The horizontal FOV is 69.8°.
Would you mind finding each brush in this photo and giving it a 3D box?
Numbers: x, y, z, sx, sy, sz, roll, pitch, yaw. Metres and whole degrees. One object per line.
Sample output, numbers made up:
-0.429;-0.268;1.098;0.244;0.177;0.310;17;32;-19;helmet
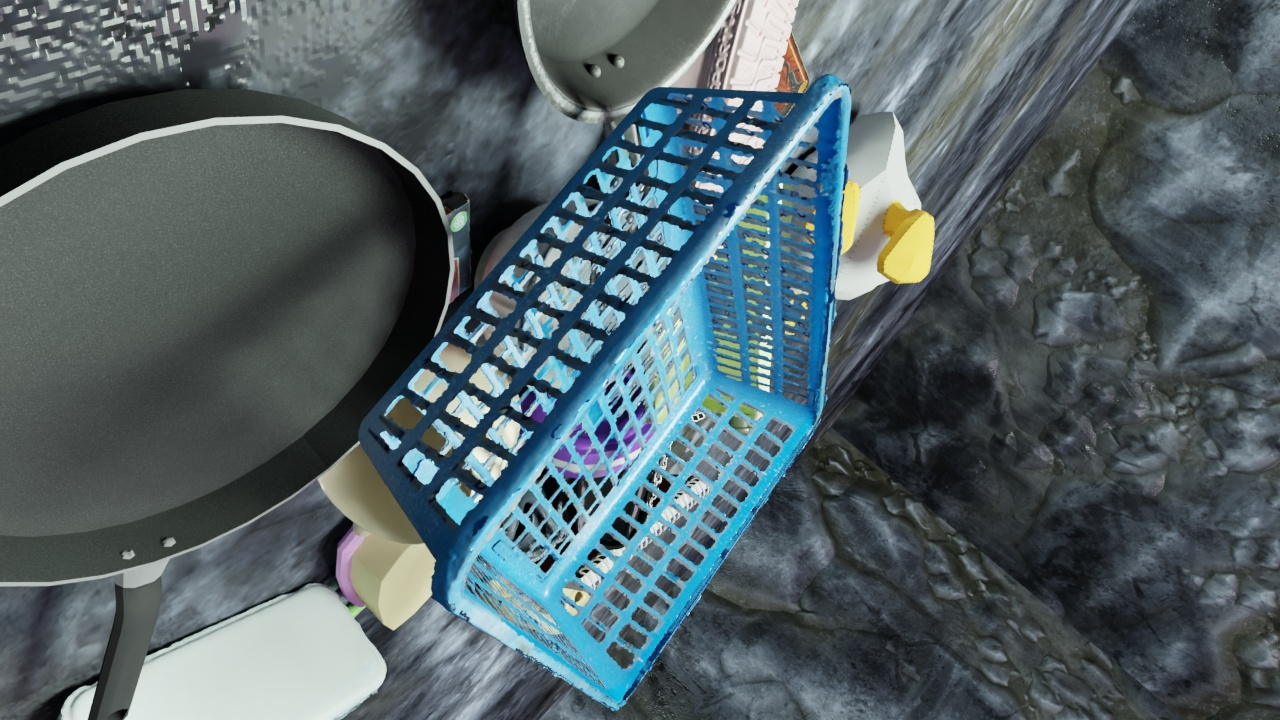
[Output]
-0.172;0.116;0.644;0.089;0.043;0.229;-47;163;-32;brush

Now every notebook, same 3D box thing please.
-0.052;0.163;0.927;0.208;0.172;0.022;-30;113;-49;notebook

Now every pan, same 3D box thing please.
-0.204;0.047;0.389;0.224;0.034;0.357;-14;142;-51;pan
-0.006;-0.130;0.443;0.186;0.055;0.358;-38;153;-41;pan

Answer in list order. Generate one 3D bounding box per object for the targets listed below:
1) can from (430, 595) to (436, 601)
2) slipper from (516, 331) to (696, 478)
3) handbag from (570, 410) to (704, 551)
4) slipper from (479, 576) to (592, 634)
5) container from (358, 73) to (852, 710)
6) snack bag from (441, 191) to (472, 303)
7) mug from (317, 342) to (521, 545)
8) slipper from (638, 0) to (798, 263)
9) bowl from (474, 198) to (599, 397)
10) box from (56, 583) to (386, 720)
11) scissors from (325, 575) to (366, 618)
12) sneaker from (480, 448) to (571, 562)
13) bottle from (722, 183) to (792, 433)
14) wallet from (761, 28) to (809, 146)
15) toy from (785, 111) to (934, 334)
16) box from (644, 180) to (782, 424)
-0.171;0.182;0.811;0.032;0.032;0.095;-38;160;-35;can
-0.005;0.005;0.762;0.265;0.107;0.084;-25;129;-56;slipper
-0.005;0.101;0.835;0.153;0.114;0.125;-90;-171;-81;handbag
-0.110;0.259;1.089;0.261;0.111;0.079;43;67;-78;slipper
0.002;0.038;0.498;0.256;0.089;0.363;-52;158;-17;container
-0.145;-0.023;0.465;0.154;0.018;0.075;-42;162;-29;snack bag
-0.125;0.047;0.530;0.120;0.096;0.099;-56;180;26;mug
0.040;-0.162;0.559;0.094;0.064;0.240;-23;133;-61;slipper
-0.056;-0.043;0.542;0.117;0.062;0.118;-42;143;-42;bowl
-0.251;0.210;0.578;0.215;0.123;0.083;-15;120;-71;box
-0.222;0.191;0.756;0.170;0.025;0.160;-42;157;-37;scissors
-0.103;0.135;0.811;0.089;0.087;0.235;-50;164;3;sneaker
0.084;-0.044;0.752;0.071;0.071;0.207;-18;112;-61;bottle
0.089;-0.200;0.672;0.072;0.019;0.123;-55;163;7;wallet
0.197;-0.134;0.925;0.267;0.141;0.247;-121;-127;-81;toy
0.058;-0.046;0.681;0.091;0.083;0.188;-29;121;-63;box
